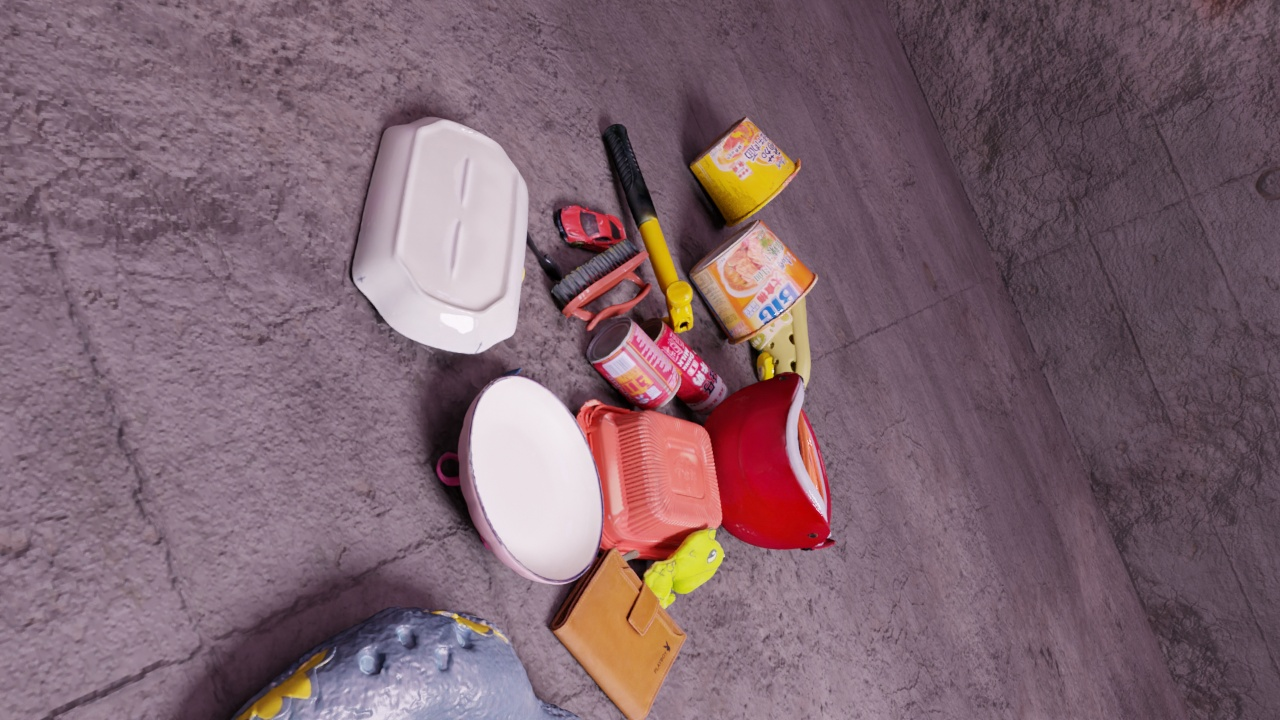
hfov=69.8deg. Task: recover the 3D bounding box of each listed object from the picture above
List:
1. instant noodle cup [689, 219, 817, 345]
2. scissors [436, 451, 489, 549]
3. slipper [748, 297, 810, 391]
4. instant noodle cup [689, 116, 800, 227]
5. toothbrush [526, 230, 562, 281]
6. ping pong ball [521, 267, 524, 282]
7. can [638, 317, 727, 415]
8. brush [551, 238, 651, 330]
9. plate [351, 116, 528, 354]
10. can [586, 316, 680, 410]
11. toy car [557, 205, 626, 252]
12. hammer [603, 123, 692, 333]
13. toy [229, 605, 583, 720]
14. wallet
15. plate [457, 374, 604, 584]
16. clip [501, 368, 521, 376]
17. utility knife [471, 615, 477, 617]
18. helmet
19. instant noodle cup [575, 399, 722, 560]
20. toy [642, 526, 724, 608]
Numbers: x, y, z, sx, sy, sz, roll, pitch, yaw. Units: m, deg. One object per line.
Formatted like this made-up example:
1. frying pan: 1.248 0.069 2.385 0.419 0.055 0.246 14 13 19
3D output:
1. instant noodle cup: 0.144 -0.110 1.230 0.111 0.152 0.151 51 36 -8
2. scissors: -0.130 0.113 0.830 0.133 0.017 0.130 0 68 -58
3. slipper: 0.192 -0.026 1.308 0.081 0.092 0.190 7 69 -8
4. instant noodle cup: 0.147 -0.282 1.348 0.110 0.138 0.137 49 37 -11
5. toothbrush: -0.141 -0.161 0.980 0.189 0.014 0.016 53 35 -18
6. ping pong ball: -0.136 -0.089 0.918 0.040 0.040 0.040 31 47 -41
7. can: 0.047 0.009 1.097 0.132 0.053 0.053 43 40 -30
8. brush: -0.040 -0.080 1.024 0.069 0.063 0.145 50 36 0
9. plate: -0.174 -0.130 0.860 0.162 0.034 0.265 21 52 -26
10. can: -0.006 0.006 1.015 0.094 0.067 0.066 46 39 -27
11. toy car: -0.056 -0.154 1.078 0.106 0.031 0.049 6 64 -50
12. hammer: 0.009 -0.167 1.135 0.129 0.033 0.300 85 -12 -66
13. toy: -0.155 0.246 0.650 0.355 0.092 0.137 20 67 -44
14. wallet: -0.016 0.256 0.878 0.130 0.035 0.118 53 49 -18
15. plate: -0.102 0.109 0.826 0.192 0.039 0.192 43 36 -42
16. clip: -0.132 0.028 0.871 0.058 0.027 0.043 -40 111 -51
17. utility knife: -0.108 0.295 0.744 0.030 0.020 0.190 -11 73 -50
18. helmet: 0.146 0.128 1.087 0.240 0.144 0.206 38 40 -70
19. instant noodle cup: 0.017 0.124 0.966 0.188 0.079 0.164 18 57 -47
20. toy: 0.042 0.216 0.942 0.100 0.097 0.031 -10 36 -32
